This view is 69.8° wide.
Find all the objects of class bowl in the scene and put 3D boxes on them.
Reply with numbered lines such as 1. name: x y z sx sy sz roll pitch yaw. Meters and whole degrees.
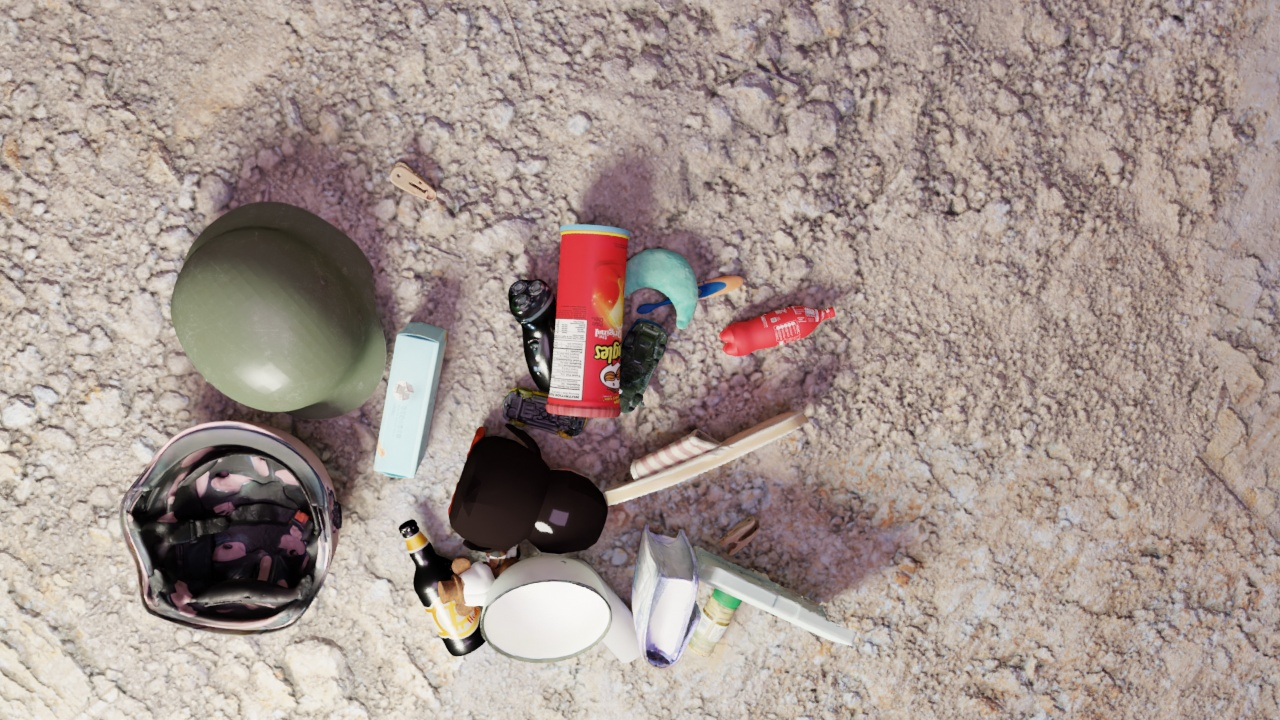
1. bowl: -0.113 0.287 1.094 0.153 0.072 0.154 -4 127 -5

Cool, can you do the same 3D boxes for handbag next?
1. handbag: 0.028 0.285 1.122 0.069 0.158 0.126 10 101 -9

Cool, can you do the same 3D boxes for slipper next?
1. slipper: 0.076 0.107 1.112 0.263 0.115 0.052 -22 84 1

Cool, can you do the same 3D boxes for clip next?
1. clip: -0.260 -0.201 1.051 0.049 0.061 0.026 43 97 16
2. clip: 0.130 0.229 1.184 0.061 0.026 0.049 -11 105 0

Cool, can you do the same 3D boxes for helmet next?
1. helmet: -0.410 -0.040 1.019 0.227 0.153 0.268 -38 103 5
2. helmet: -0.456 0.181 1.069 0.230 0.152 0.255 -3 102 0

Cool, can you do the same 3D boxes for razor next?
1. razor: -0.122 -0.026 1.086 0.053 0.063 0.140 1 111 26

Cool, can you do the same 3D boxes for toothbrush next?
1. toothbrush: 0.060 -0.079 1.112 0.135 0.017 0.021 -17 107 -2

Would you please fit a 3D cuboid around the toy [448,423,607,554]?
1. toy: -0.128 0.172 1.093 0.184 0.140 0.159 19 96 -9

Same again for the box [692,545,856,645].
1. box: 0.160 0.295 1.143 0.197 0.136 0.044 27 87 -9

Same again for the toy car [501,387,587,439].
1. toy car: -0.118 0.063 1.125 0.107 0.030 0.049 15 103 -9

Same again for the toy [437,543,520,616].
1. toy: -0.194 0.271 1.133 0.112 0.067 0.087 -9 105 -28

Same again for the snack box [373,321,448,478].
1. snack box: -0.272 0.046 1.089 0.053 0.075 0.175 11 103 -7

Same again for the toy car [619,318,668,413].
1. toy car: -0.007 0.006 1.112 0.056 0.043 0.120 23 104 -9

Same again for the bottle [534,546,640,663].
1. bottle: -0.066 0.300 1.173 0.052 0.052 0.195 -38 103 5

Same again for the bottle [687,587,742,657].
1. bottle: 0.100 0.333 1.198 0.043 0.043 0.111 25 101 -9

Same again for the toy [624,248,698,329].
1. toy: 0.021 -0.090 1.091 0.105 0.033 0.085 18 91 7

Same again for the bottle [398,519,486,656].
1. bottle: -0.253 0.281 1.153 0.059 0.059 0.182 -24 103 2

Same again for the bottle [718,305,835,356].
1. bottle: 0.167 -0.039 1.113 0.141 0.042 0.042 -16 104 0

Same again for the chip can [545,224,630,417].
1. chip can: -0.059 -0.044 1.056 0.087 0.087 0.213 4 91 -5
